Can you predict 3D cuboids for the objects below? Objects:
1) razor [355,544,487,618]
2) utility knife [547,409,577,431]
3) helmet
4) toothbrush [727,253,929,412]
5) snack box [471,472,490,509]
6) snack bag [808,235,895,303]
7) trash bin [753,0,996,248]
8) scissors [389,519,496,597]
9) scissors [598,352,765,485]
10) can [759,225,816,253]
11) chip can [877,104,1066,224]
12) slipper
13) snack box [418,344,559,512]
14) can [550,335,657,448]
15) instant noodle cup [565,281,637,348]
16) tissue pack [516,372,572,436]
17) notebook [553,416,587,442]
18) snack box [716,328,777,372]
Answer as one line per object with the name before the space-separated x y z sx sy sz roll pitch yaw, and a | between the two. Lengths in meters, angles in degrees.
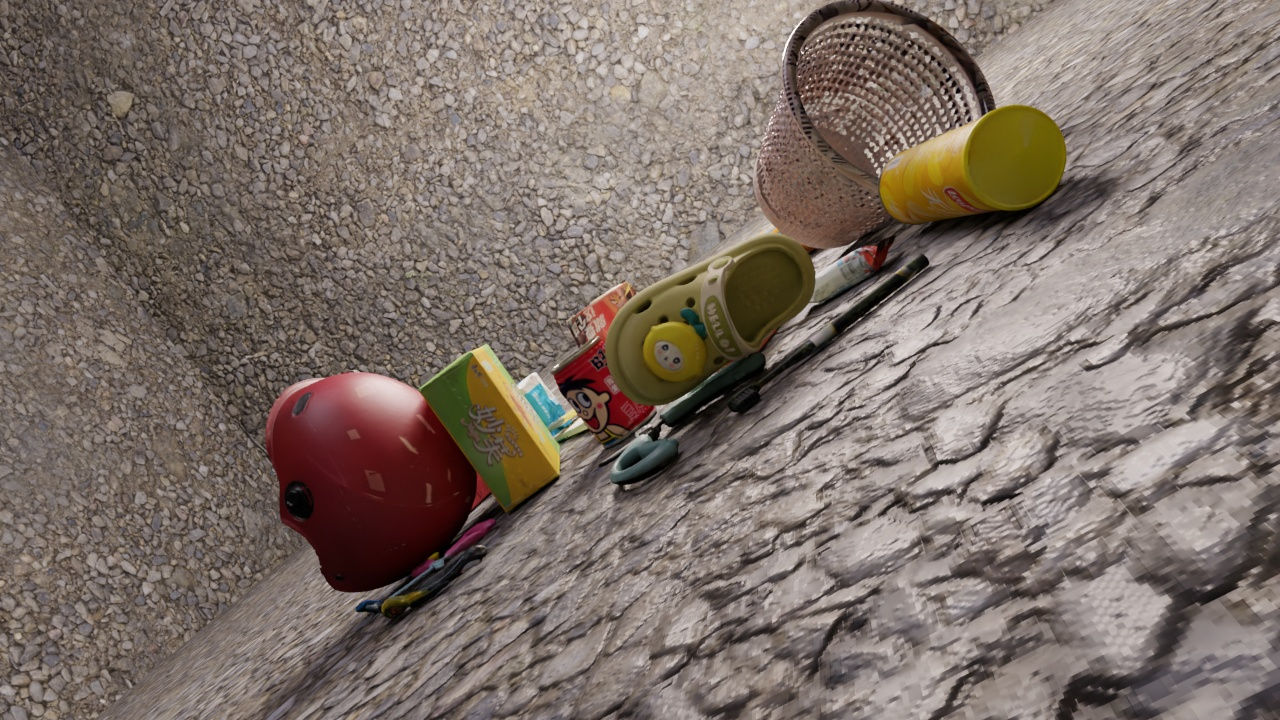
razor | -0.186 0.198 0.803 0.143 0.022 0.042 -33 -31 23
utility knife | -0.074 0.061 1.230 0.031 0.022 0.212 -33 -5 23
helmet | -0.267 0.108 0.968 0.144 0.240 0.206 -24 9 32
toothbrush | 0.139 -0.020 0.669 0.185 0.012 0.017 -37 12 -6
snack box | -0.230 0.167 1.198 0.113 0.044 0.126 -31 9 47
snack bag | 0.178 -0.075 0.811 0.104 0.026 0.048 -32 -4 37
trash bin | 0.219 -0.224 0.960 0.227 0.227 0.193 -39 -6 -24
scissors | -0.189 0.191 0.885 0.135 0.017 0.133 -33 1 -18
scissors | 0.036 0.044 0.737 0.179 0.019 0.170 -38 5 -4
can | 0.216 -0.171 1.188 0.146 0.058 0.058 -31 8 44
chip can | 0.251 -0.147 0.726 0.072 0.072 0.213 -36 6 1
slipper | 0.059 -0.037 0.728 0.190 0.091 0.081 -33 6 -5
snack box | -0.160 0.066 1.016 0.070 0.157 0.210 -35 5 -2
can | -0.037 0.030 0.896 0.066 0.094 0.066 -36 6 4
instant noodle cup | -0.034 -0.038 1.305 0.138 0.108 0.138 -34 2 1
tissue pack | -0.164 0.085 1.238 0.140 0.090 0.063 -32 7 34
notebook | -0.012 0.029 1.162 0.208 0.012 0.151 -39 5 -28
snack box | 0.089 -0.047 0.847 0.027 0.077 0.155 -32 7 35
